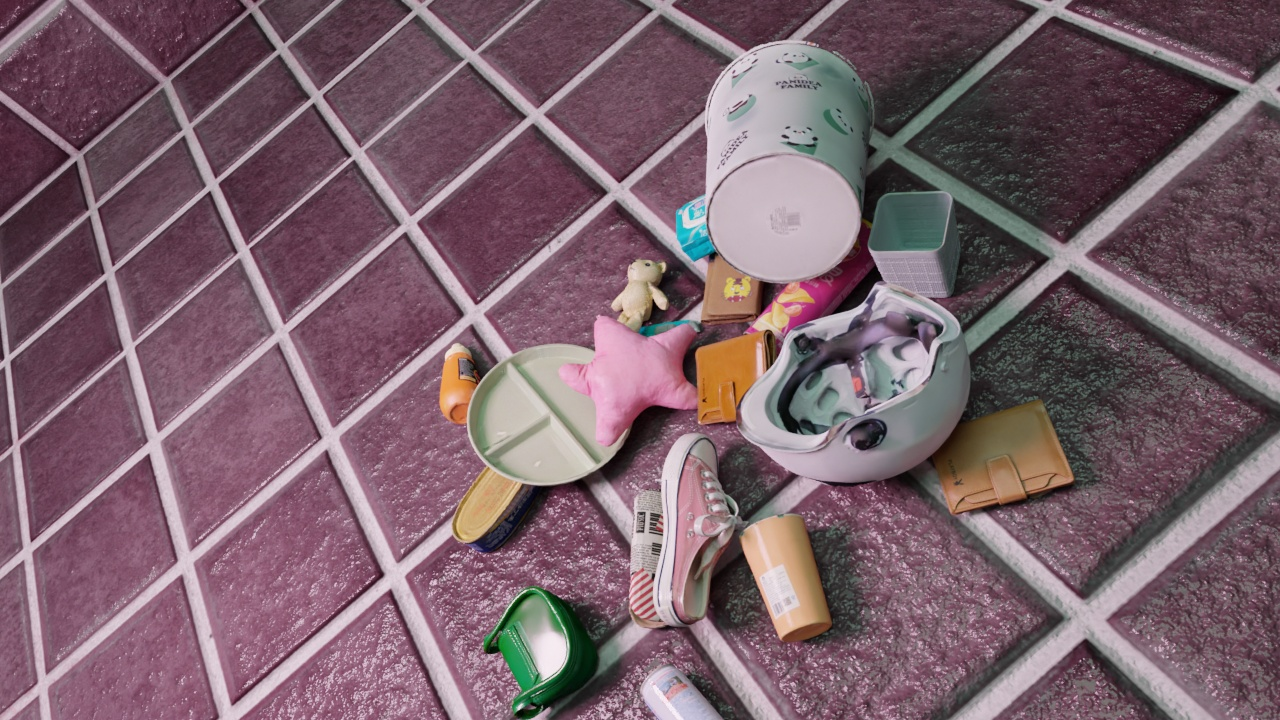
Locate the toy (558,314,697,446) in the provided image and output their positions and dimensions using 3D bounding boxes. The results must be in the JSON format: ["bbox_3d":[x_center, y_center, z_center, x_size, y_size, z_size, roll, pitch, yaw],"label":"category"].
[{"bbox_3d":[-0.007,0.007,1.224,0.194,0.075,0.178,-25,73,-12],"label":"toy"}]

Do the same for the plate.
[{"bbox_3d":[-0.122,0.074,1.255,0.230,0.027,0.229,-2,54,2],"label":"plate"}]

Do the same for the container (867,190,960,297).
[{"bbox_3d":[0.342,-0.137,1.129,0.090,0.111,0.090,4,62,31],"label":"container"}]

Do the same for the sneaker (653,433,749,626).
[{"bbox_3d":[0.076,0.188,1.063,0.088,0.118,0.240,-18,46,34],"label":"sneaker"}]

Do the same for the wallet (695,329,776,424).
[{"bbox_3d":[0.120,0.030,1.156,0.131,0.035,0.119,-15,68,52],"label":"wallet"}]

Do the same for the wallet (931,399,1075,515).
[{"bbox_3d":[0.389,0.107,1.001,0.132,0.031,0.107,-20,52,19],"label":"wallet"}]

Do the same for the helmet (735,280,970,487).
[{"bbox_3d":[0.251,0.049,1.028,0.259,0.146,0.229,-37,25,6],"label":"helmet"}]

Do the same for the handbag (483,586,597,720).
[{"bbox_3d":[-0.124,0.347,1.099,0.120,0.068,0.131,-42,50,-1],"label":"handbag"}]

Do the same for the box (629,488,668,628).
[{"bbox_3d":[0.019,0.230,1.089,0.075,0.082,0.163,-2,57,10],"label":"box"}]

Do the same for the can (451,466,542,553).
[{"bbox_3d":[-0.192,0.190,1.249,0.075,0.049,0.148,25,74,37],"label":"can"}]

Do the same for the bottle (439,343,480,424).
[{"bbox_3d":[-0.274,0.028,1.395,0.067,0.067,0.149,-27,43,10],"label":"bottle"}]

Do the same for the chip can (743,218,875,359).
[{"bbox_3d":[0.227,-0.089,1.186,0.210,0.071,0.071,-47,50,-6],"label":"chip can"}]

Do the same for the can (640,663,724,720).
[{"bbox_3d":[0.058,0.390,0.982,0.053,0.053,0.134,-46,50,-5],"label":"can"}]

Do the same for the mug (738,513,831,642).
[{"bbox_3d":[0.163,0.241,1.010,0.078,0.078,0.122,-25,56,13],"label":"mug"}]

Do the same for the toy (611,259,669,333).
[{"bbox_3d":[-0.012,-0.081,1.315,0.105,0.066,0.156,-8,47,44],"label":"toy"}]

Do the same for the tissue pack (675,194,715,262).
[{"bbox_3d":[0.099,-0.196,1.312,0.093,0.050,0.133,-25,26,13],"label":"tissue pack"}]

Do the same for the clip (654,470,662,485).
[{"bbox_3d":[0.044,0.153,1.162,0.058,0.026,0.038,10,73,33],"label":"clip"}]

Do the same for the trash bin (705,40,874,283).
[{"bbox_3d":[0.183,-0.245,1.166,0.230,0.230,0.251,-12,38,22],"label":"trash bin"}]

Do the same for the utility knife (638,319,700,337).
[{"bbox_3d":[0.012,-0.039,1.309,0.158,0.013,0.029,-10,49,23],"label":"utility knife"}]

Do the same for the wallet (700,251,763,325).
[{"bbox_3d":[0.130,-0.106,1.278,0.090,0.033,0.115,-3,62,26],"label":"wallet"}]
